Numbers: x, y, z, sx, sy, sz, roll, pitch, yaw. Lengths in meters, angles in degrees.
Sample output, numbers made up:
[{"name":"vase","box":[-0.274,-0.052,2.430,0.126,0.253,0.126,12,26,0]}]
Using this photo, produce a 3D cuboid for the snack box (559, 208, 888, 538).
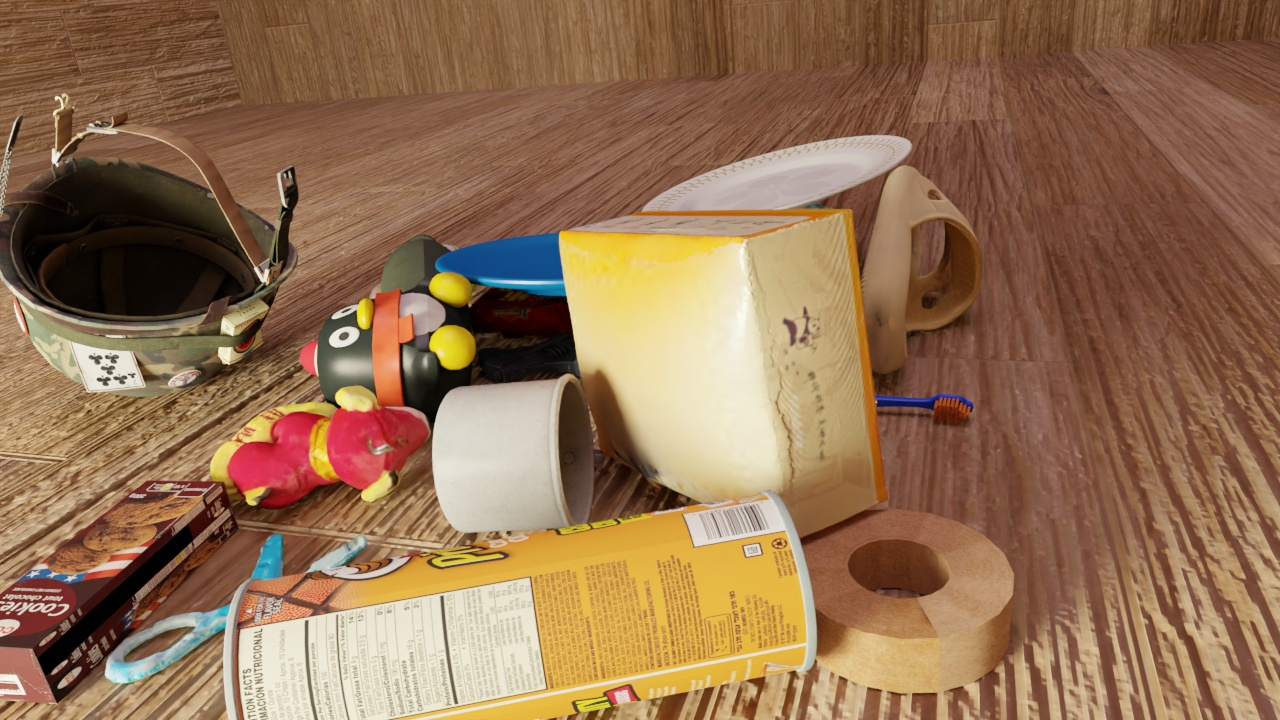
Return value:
[{"name":"snack box","box":[0.028,-0.001,0.489,0.080,0.145,0.195,-18,16,-25]}]

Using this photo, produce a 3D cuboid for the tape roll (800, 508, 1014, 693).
[{"name":"tape roll","box":[0.113,0.102,0.404,0.094,0.027,0.093,-5,23,2]}]

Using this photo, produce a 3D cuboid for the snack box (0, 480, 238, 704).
[{"name":"snack box","box":[-0.274,0.112,0.473,0.051,0.032,0.140,-1,23,12]}]

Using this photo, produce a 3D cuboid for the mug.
[{"name":"mug","box":[-0.063,0.054,0.512,0.070,0.084,0.113,-5,-11,9]}]

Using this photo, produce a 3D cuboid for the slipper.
[{"name":"slipper","box":[0.216,-0.075,0.694,0.079,0.111,0.260,1,28,22]}]

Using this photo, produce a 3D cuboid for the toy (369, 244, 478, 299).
[{"name":"toy","box":[-0.207,-0.078,0.892,0.115,0.046,0.092,-33,39,-33]}]

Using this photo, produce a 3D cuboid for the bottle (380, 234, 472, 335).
[{"name":"bottle","box":[-0.182,-0.057,0.773,0.071,0.071,0.206,-10,29,-9]}]

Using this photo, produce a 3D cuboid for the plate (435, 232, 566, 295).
[{"name":"plate","box":[-0.047,-0.074,0.726,0.224,0.024,0.224,-2,16,1]}]

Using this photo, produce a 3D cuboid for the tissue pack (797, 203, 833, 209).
[{"name":"tissue pack","box":[0.104,-0.121,0.880,0.112,0.070,0.182,-18,26,-23]}]

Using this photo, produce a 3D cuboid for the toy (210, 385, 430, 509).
[{"name":"toy","box":[-0.203,0.055,0.558,0.137,0.067,0.105,-6,28,21]}]

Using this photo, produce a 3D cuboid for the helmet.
[{"name":"helmet","box":[-0.370,-0.081,0.698,0.192,0.237,0.224,30,16,0]}]

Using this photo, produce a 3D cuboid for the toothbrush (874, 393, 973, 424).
[{"name":"toothbrush","box":[0.119,0.028,0.595,0.183,0.016,0.018,2,29,17]}]

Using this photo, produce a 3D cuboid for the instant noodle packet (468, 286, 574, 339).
[{"name":"instant noodle packet","box":[-0.086,-0.057,0.819,0.099,0.040,0.135,5,26,15]}]

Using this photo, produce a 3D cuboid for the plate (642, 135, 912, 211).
[{"name":"plate","box":[0.119,-0.157,0.821,0.242,0.016,0.242,-15,20,6]}]

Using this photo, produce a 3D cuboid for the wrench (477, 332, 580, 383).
[{"name":"wrench","box":[-0.004,0.004,0.673,0.274,0.022,0.073,6,26,26]}]

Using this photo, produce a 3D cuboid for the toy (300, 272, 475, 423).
[{"name":"toy","box":[-0.173,-0.001,0.627,0.119,0.100,0.097,-3,43,-11]}]

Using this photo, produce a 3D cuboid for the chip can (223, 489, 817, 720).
[{"name":"chip can","box":[-0.044,0.107,0.371,0.215,0.075,0.075,-9,23,-7]}]

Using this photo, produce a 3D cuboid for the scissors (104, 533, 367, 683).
[{"name":"scissors","box":[-0.182,0.124,0.450,0.134,0.012,0.133,11,27,37]}]
